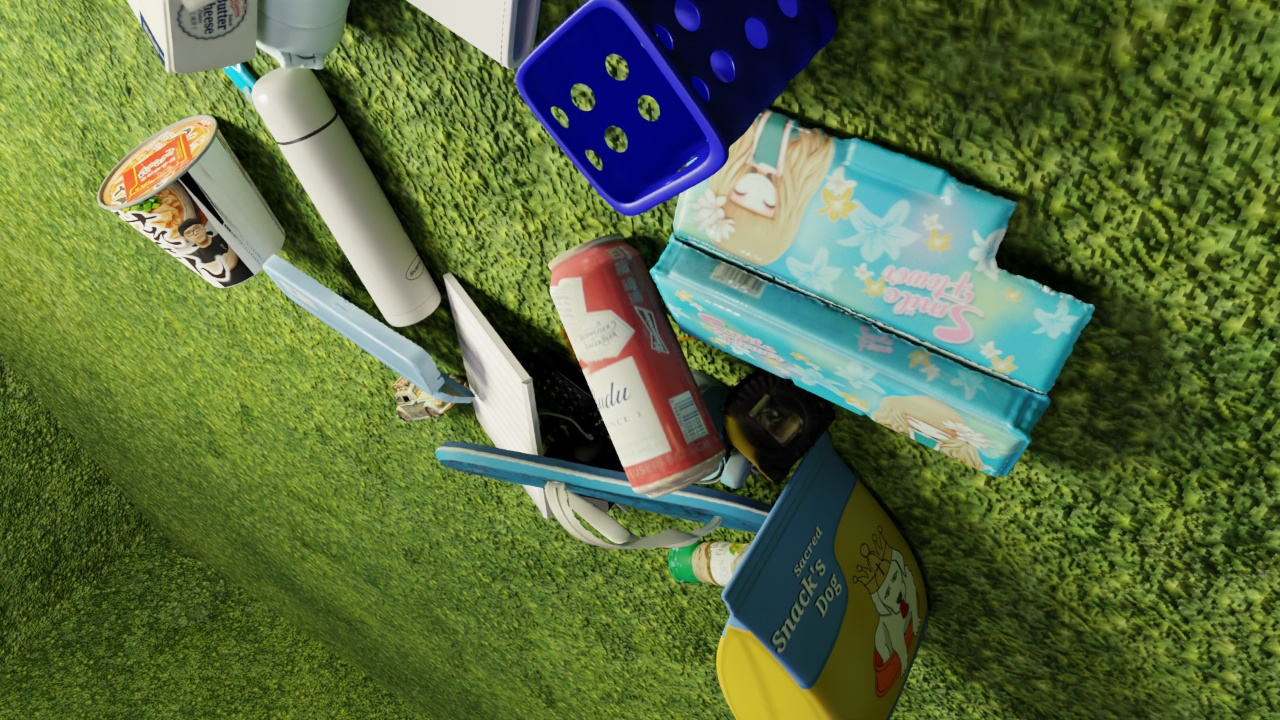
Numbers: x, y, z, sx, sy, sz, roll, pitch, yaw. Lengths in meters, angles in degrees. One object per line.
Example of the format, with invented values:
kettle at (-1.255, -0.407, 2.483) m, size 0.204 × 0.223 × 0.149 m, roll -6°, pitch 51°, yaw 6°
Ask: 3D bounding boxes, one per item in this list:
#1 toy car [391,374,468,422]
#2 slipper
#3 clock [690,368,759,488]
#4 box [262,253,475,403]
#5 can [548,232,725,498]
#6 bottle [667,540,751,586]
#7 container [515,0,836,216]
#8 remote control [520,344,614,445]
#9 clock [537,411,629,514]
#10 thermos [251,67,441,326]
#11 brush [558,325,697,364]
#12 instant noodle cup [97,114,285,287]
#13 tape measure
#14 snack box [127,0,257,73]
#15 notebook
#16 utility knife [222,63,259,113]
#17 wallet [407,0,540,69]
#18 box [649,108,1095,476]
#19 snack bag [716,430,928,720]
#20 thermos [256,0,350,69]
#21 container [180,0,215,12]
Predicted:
toy car at (-0.222, 0.031, 0.929) m, size 0.112 × 0.047 × 0.047 m, roll -9°, pitch 129°, yaw 50°
slipper at (-0.027, 0.121, 0.746) m, size 0.295 × 0.060 × 0.118 m, roll 11°, pitch 169°, yaw 4°
clock at (0.045, 0.050, 0.680) m, size 0.124 × 0.053 × 0.090 m, roll 7°, pitch 136°, yaw 41°
box at (-0.255, -0.023, 0.860) m, size 0.209 × 0.034 × 0.127 m, roll 32°, pitch 170°, yaw 20°
can at (-0.004, 0.004, 0.610) m, size 0.067 × 0.067 × 0.170 m, roll -26°, pitch 86°, yaw 55°
bottle at (0.074, 0.182, 0.823) m, size 0.111 × 0.043 × 0.043 m, roll -10°, pitch 123°, yaw 50°
container at (0.020, -0.139, 0.416) m, size 0.085 × 0.113 × 0.085 m, roll 50°, pitch 146°, yaw -17°
remote control at (-0.036, 0.039, 0.780) m, size 0.150 × 0.022 × 0.047 m, roll 37°, pitch 147°, yaw 0°
clock at (-0.055, 0.091, 0.840) m, size 0.091 × 0.042 × 0.121 m, roll 8°, pitch 136°, yaw 40°
thermos at (-0.234, -0.128, 0.742) m, size 0.052 × 0.052 × 0.224 m, roll 11°, pitch 138°, yaw 37°
brush at (-0.007, -0.012, 0.689) m, size 0.127 × 0.017 × 0.048 m, roll 0°, pitch 131°, yaw 45°
instant noodle cup at (-0.405, -0.140, 0.854) m, size 0.124 × 0.123 × 0.122 m, roll 12°, pitch 148°, yaw 36°
tape measure at (0.088, 0.037, 0.608) m, size 0.062 × 0.067 × 0.038 m, roll 42°, pitch -176°, yaw -4°
snack box at (-0.300, -0.288, 0.547) m, size 0.208 × 0.057 × 0.104 m, roll 58°, pitch 148°, yaw 10°
notebook at (-0.126, 0.038, 0.827) m, size 0.142 × 0.009 × 0.210 m, roll 49°, pitch 155°, yaw 32°
utility knife at (-0.297, -0.197, 0.759) m, size 0.175 × 0.015 × 0.031 m, roll 48°, pitch 151°, yaw -16°
wallet at (-0.106, -0.235, 0.500) m, size 0.115 × 0.037 × 0.119 m, roll 35°, pitch 151°, yaw 7°
box at (0.115, -0.029, 0.505) m, size 0.227 × 0.071 × 0.182 m, roll 26°, pitch 147°, yaw 20°
snack bag at (0.123, 0.171, 0.652) m, size 0.102 × 0.158 × 0.205 m, roll 7°, pitch 134°, yaw 37°
thermos at (-0.195, -0.257, 0.535) m, size 0.207 × 0.065 × 0.078 m, roll -41°, pitch 64°, yaw 58°
container at (-0.092, -0.241, 0.322) m, size 0.242 × 0.162 × 0.130 m, roll -6°, pitch 128°, yaw 31°
